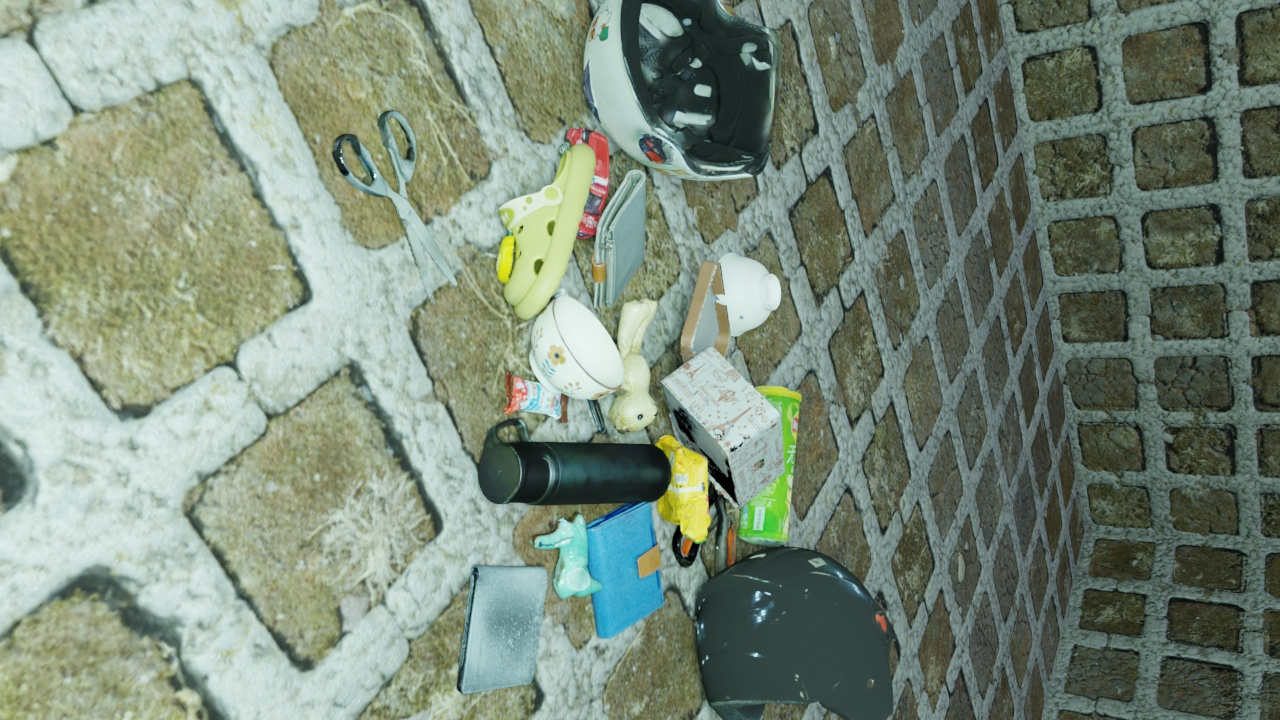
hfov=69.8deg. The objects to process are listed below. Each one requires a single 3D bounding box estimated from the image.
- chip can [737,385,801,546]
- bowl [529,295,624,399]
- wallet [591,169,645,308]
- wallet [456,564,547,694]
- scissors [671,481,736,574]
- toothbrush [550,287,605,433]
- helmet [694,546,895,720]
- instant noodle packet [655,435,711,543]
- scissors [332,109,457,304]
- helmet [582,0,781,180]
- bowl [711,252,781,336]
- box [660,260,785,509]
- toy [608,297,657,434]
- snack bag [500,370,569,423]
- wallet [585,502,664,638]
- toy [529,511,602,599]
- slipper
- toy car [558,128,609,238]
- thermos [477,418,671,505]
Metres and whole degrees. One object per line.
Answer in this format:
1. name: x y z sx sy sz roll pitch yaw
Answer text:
1. chip can: 0.183 0.151 1.301 0.072 0.073 0.221 23 71 -51
2. bowl: -0.075 -0.004 0.945 0.113 0.062 0.113 47 23 -27
3. wallet: -0.027 -0.131 1.018 0.130 0.037 0.106 93 23 -52
4. wallet: -0.137 0.263 0.907 0.097 0.019 0.120 16 77 -51
5. scissors: 0.100 0.192 1.228 0.224 0.022 0.221 -29 113 -50
6. toothbrush: -0.065 0.002 1.013 0.015 0.018 0.181 -49 128 -52
7. helmet: 0.195 0.351 1.178 0.274 0.234 0.230 -13 85 -47
8. instant noodle packet: 0.050 0.148 1.083 0.044 0.128 0.111 -6 93 -12
9. scissors: -0.214 -0.137 0.819 0.165 0.014 0.163 16 79 -55
10. helmet: 0.032 -0.313 1.037 0.273 0.157 0.229 18 75 -41
11. bowl: 0.156 -0.094 1.277 0.118 0.065 0.118 4 85 -54
12. box: 0.090 0.032 1.118 0.179 0.130 0.272 73 5 -57
13. toy: -0.006 0.006 1.050 0.105 0.066 0.157 -5 101 -71
14. snack bag: -0.108 0.039 0.944 0.105 0.026 0.045 15 70 -56
15. wallet: -0.018 0.238 1.054 0.106 0.040 0.133 -17 103 -48
16. toy: -0.078 0.209 0.980 0.096 0.030 0.092 5 80 -46
17. slipper: -0.104 -0.136 0.922 0.081 0.092 0.190 20 79 -10
18. toy car: -0.061 -0.194 1.001 0.052 0.045 0.120 8 85 -52
19. thermos: -0.065 0.108 0.971 0.242 0.069 0.090 11 59 -53
